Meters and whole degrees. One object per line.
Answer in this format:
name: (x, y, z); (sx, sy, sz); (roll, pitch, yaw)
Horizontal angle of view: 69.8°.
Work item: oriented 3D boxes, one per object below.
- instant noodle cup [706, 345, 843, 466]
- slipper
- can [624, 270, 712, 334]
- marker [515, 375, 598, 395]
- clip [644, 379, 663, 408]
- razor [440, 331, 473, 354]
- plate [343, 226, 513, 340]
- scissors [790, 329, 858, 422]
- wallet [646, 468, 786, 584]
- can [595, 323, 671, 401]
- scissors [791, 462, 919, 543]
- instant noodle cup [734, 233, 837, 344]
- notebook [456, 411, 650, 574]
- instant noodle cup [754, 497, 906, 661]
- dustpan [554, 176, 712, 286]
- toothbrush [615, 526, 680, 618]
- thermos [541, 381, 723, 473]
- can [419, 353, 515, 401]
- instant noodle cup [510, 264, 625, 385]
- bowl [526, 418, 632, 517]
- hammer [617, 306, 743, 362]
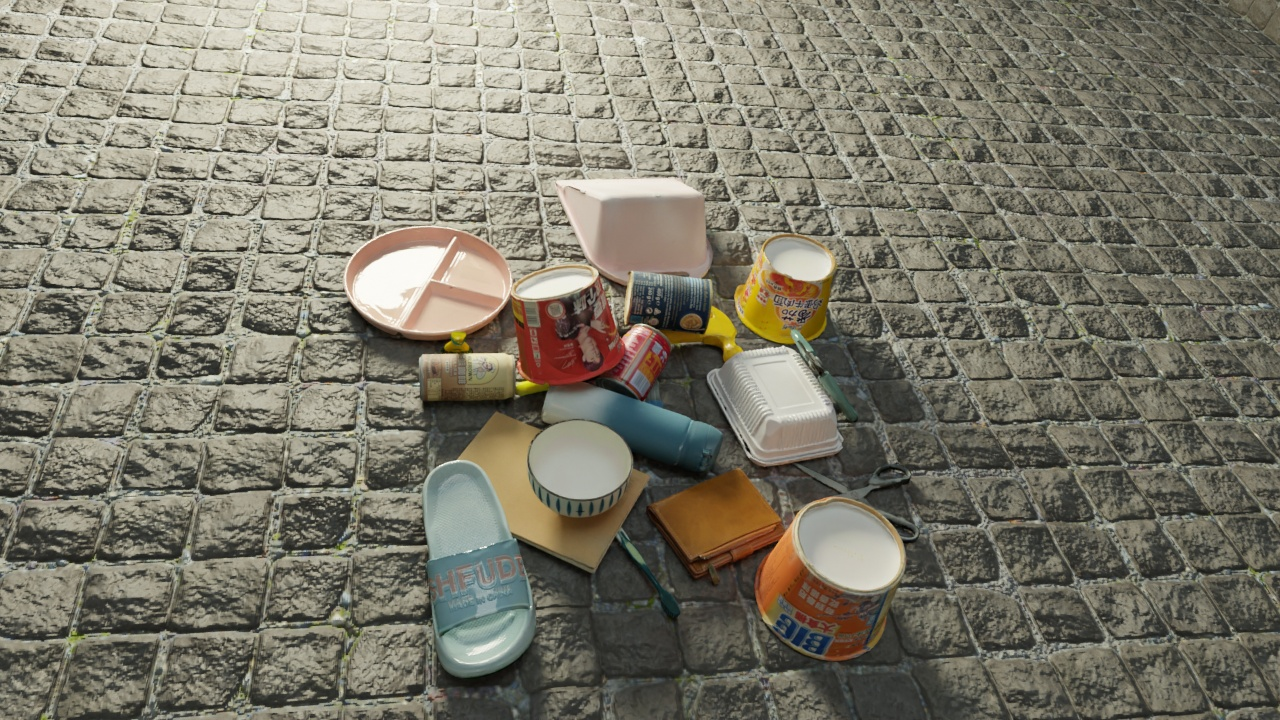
instant noodle cup: (0.178, 0.049, 1.192); (0.137, 0.060, 0.173); (-8, 44, -20)
slipper: (-0.171, 0.201, 0.941); (0.104, 0.074, 0.245); (-10, 53, -16)
can: (0.035, -0.078, 1.234); (0.111, 0.075, 0.075); (6, 44, -6)
marker: (-0.104, 0.028, 1.189); (0.124, 0.015, 0.018); (-11, 49, -26)
clip: (0.015, 0.047, 1.193); (0.026, 0.039, 0.058); (4, 46, -6)
razor: (-0.227, -0.021, 1.141); (0.043, 0.133, 0.028); (4, 83, -11)
plate: (-0.293, -0.107, 1.275); (0.229, 0.028, 0.229); (6, 45, -6)
scissors: (0.242, 0.024, 1.192); (0.179, 0.019, 0.172); (56, 8, -2)
wallet: (0.092, 0.187, 1.052); (0.130, 0.035, 0.119); (-18, 51, -25)
can: (-0.007, 0.007, 1.174); (0.066, 0.067, 0.093); (25, 64, 13)
scissors: (0.268, 0.163, 1.131); (0.180, 0.014, 0.159); (33, 48, 23)
instant noodle cup: (0.216, -0.108, 1.327); (0.138, 0.110, 0.137); (5, 45, -5)
notebook: (-0.113, 0.145, 1.056); (0.211, 0.012, 0.149); (21, 46, 14)
instant noodle cup: (0.207, 0.226, 0.982); (0.151, 0.112, 0.151); (6, 44, -6)
dustpan: (-0.007, -0.206, 1.452); (0.222, 0.139, 0.273); (-4, 18, -15)
toothbrush: (-0.012, 0.212, 1.021); (0.016, 0.018, 0.191); (-20, 50, -28)
thermos: (-0.009, 0.079, 1.122); (0.220, 0.070, 0.070); (18, 44, 5)
can: (-0.215, 0.021, 1.139); (0.116, 0.059, 0.058); (0, 45, -13)
instant noodle cup: (-0.093, -0.048, 1.121); (0.138, 0.109, 0.137); (-9, 27, 4)
bowl: (-0.069, 0.129, 1.021); (0.116, 0.066, 0.116); (4, 44, -4)
hammer: (-0.011, -0.030, 1.254); (0.300, 0.033, 0.128); (-6, 46, -18)
